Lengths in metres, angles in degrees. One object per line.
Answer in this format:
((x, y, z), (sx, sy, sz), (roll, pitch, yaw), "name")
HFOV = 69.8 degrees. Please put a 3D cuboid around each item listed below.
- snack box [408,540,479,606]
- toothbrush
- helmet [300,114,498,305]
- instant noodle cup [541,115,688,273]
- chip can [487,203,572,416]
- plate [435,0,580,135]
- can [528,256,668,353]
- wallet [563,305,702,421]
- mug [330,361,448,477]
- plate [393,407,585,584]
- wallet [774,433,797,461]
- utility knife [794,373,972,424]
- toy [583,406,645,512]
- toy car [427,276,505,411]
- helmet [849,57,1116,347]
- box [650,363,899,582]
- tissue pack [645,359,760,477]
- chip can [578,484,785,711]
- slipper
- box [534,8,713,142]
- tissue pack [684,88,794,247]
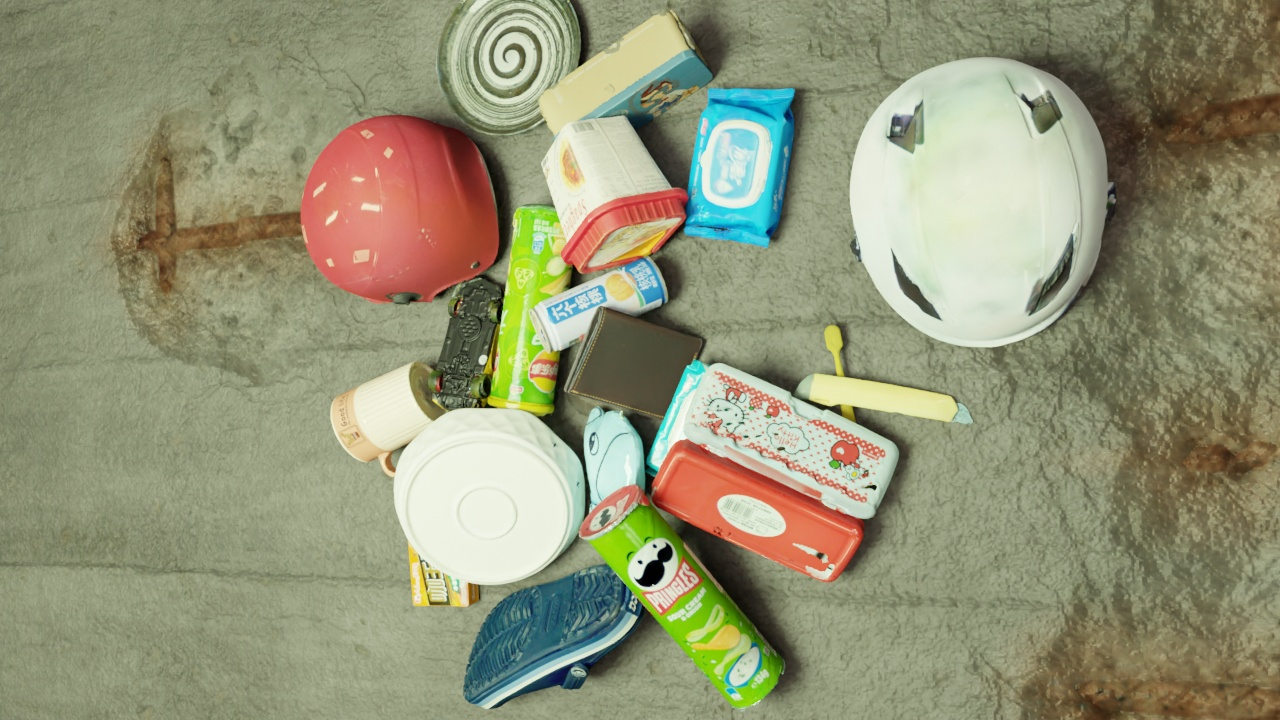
((-0.226, 0.200, 1.040), (0.075, 0.026, 0.153), (-5, 88, 20), "snack box")
((0.204, 0.059, 0.894), (0.016, 0.016, 0.190), (-11, 87, 18), "toothbrush")
((-0.287, -0.166, 0.999), (0.240, 0.143, 0.207), (-21, 77, 22), "helmet")
((-0.033, -0.169, 0.915), (0.117, 0.116, 0.124), (-42, 68, 55), "instant noodle cup")
((-0.113, -0.055, 0.977), (0.073, 0.072, 0.221), (9, 92, 19), "chip can")
((-0.143, -0.337, 1.016), (0.180, 0.024, 0.179), (0, 91, 21), "plate")
((-0.043, -0.056, 0.931), (0.134, 0.053, 0.053), (-25, 80, -12), "can")
((-0.005, 0.005, 0.926), (0.096, 0.122, 0.020), (-67, 28, 11), "wallet")
((-0.273, 0.070, 1.029), (0.106, 0.081, 0.114), (-24, 84, 16), "mug")
((-0.158, 0.149, 0.960), (0.205, 0.045, 0.205), (0, 111, -1), "plate")
((0.143, 0.135, 0.912), (0.087, 0.024, 0.115), (21, 98, 13), "wallet")
((0.231, 0.037, 0.871), (0.167, 0.018, 0.031), (10, 90, 12), "utility knife")
((-0.025, 0.124, 0.941), (0.161, 0.049, 0.157), (56, 137, 42), "toy")
((-0.185, -0.016, 1.016), (0.071, 0.041, 0.155), (6, 78, 22), "toy car")
((0.291, -0.141, 0.794), (0.229, 0.145, 0.258), (-3, 89, 20), "helmet")
((0.126, 0.108, 0.864), (0.201, 0.059, 0.161), (25, 99, 0), "box")
((0.069, 0.075, 0.923), (0.093, 0.050, 0.133), (24, 98, 17), "tissue pack")
((0.043, 0.225, 0.872), (0.072, 0.072, 0.236), (-35, 104, 16), "chip can")
((-0.083, 0.290, 0.958), (0.253, 0.104, 0.095), (-36, 120, 30), "slipper")
((-0.021, -0.274, 0.938), (0.185, 0.089, 0.062), (-32, 80, 19), "box")
((0.098, -0.196, 0.912), (0.095, 0.052, 0.157), (11, 93, 19), "tissue pack")
